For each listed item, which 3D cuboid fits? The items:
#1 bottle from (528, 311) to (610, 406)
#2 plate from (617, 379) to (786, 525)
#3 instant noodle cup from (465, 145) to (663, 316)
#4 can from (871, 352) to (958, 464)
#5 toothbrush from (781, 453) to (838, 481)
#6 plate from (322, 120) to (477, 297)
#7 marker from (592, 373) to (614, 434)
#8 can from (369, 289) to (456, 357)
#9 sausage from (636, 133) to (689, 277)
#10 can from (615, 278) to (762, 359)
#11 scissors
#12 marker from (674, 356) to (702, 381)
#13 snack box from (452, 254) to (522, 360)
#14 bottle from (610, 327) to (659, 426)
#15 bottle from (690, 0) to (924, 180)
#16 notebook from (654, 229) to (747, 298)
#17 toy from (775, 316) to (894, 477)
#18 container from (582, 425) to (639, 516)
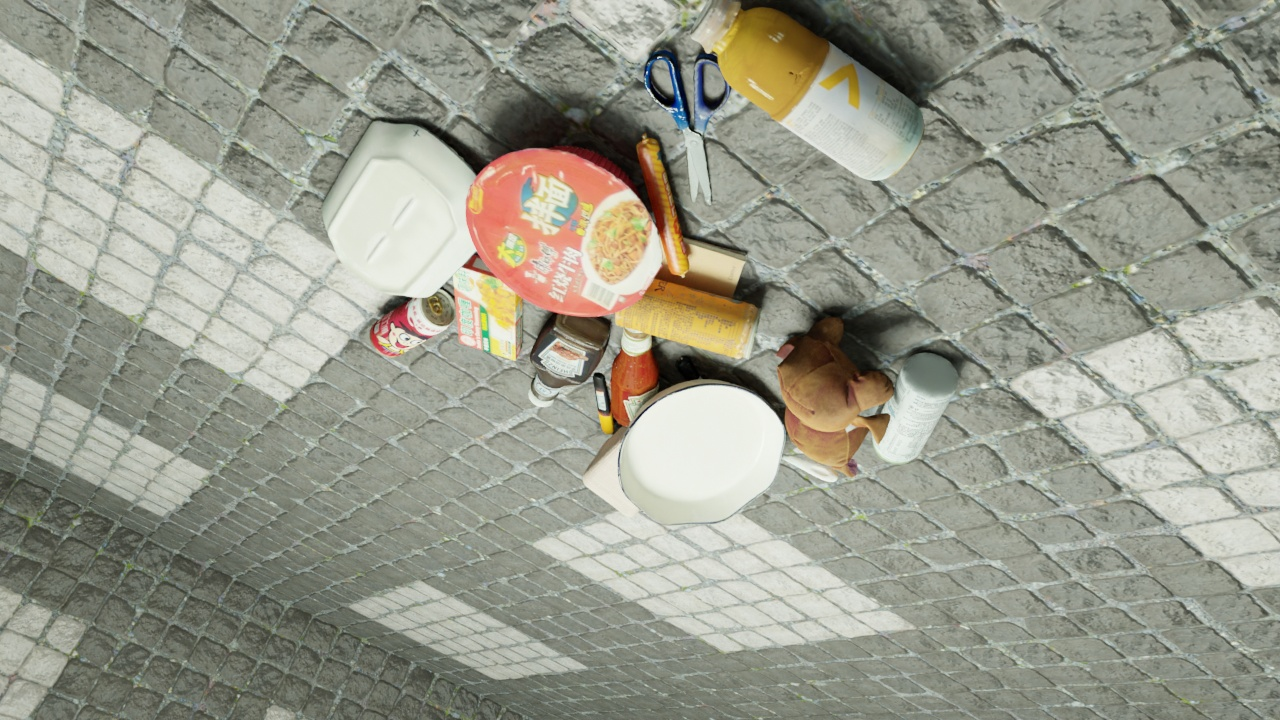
[{"bbox_3d":[-0.098,0.003,1.130,0.080,0.043,0.195,26,147,-8],"label":"bottle"},{"bbox_3d":[0.071,0.108,1.109,0.204,0.045,0.205,-5,119,-9],"label":"plate"},{"bbox_3d":[-0.067,-0.133,0.882,0.194,0.065,0.194,12,135,11],"label":"instant noodle cup"},{"bbox_3d":[0.293,0.055,0.991,0.058,0.058,0.147,14,147,8],"label":"can"},{"bbox_3d":[0.190,0.123,1.107,0.016,0.016,0.180,23,178,-21],"label":"toothbrush"},{"bbox_3d":[-0.260,-0.146,0.981,0.162,0.034,0.267,42,141,-15],"label":"plate"},{"bbox_3d":[-0.048,0.057,1.209,0.018,0.015,0.124,13,144,17],"label":"marker"},{"bbox_3d":[-0.284,-0.046,1.143,0.053,0.053,0.133,39,142,-26],"label":"can"},{"bbox_3d":[0.023,-0.142,0.867,0.021,0.021,0.165,4,137,23],"label":"sausage"},{"bbox_3d":[0.049,-0.046,0.949,0.146,0.058,0.058,16,147,7],"label":"can"},{"bbox_3d":[0.036,-0.199,0.801,0.125,0.012,0.174,23,148,-8],"label":"scissors"},{"bbox_3d":[0.076,0.040,1.119,0.023,0.018,0.131,6,145,35],"label":"marker"},{"bbox_3d":[-0.180,-0.062,1.091,0.077,0.027,0.156,18,146,5],"label":"snack box"},{"bbox_3d":[-0.006,0.006,1.072,0.060,0.059,0.206,14,147,8],"label":"bottle"},{"bbox_3d":[0.125,-0.208,0.691,0.189,0.067,0.068,29,145,-15],"label":"bottle"},{"bbox_3d":[-0.003,-0.093,0.974,0.211,0.012,0.150,18,147,4],"label":"notebook"},{"bbox_3d":[0.206,0.043,0.984,0.130,0.140,0.200,-24,146,-10],"label":"toy"},{"bbox_3d":[-0.004,0.131,1.210,0.090,0.089,0.111,37,135,-2],"label":"container"}]
